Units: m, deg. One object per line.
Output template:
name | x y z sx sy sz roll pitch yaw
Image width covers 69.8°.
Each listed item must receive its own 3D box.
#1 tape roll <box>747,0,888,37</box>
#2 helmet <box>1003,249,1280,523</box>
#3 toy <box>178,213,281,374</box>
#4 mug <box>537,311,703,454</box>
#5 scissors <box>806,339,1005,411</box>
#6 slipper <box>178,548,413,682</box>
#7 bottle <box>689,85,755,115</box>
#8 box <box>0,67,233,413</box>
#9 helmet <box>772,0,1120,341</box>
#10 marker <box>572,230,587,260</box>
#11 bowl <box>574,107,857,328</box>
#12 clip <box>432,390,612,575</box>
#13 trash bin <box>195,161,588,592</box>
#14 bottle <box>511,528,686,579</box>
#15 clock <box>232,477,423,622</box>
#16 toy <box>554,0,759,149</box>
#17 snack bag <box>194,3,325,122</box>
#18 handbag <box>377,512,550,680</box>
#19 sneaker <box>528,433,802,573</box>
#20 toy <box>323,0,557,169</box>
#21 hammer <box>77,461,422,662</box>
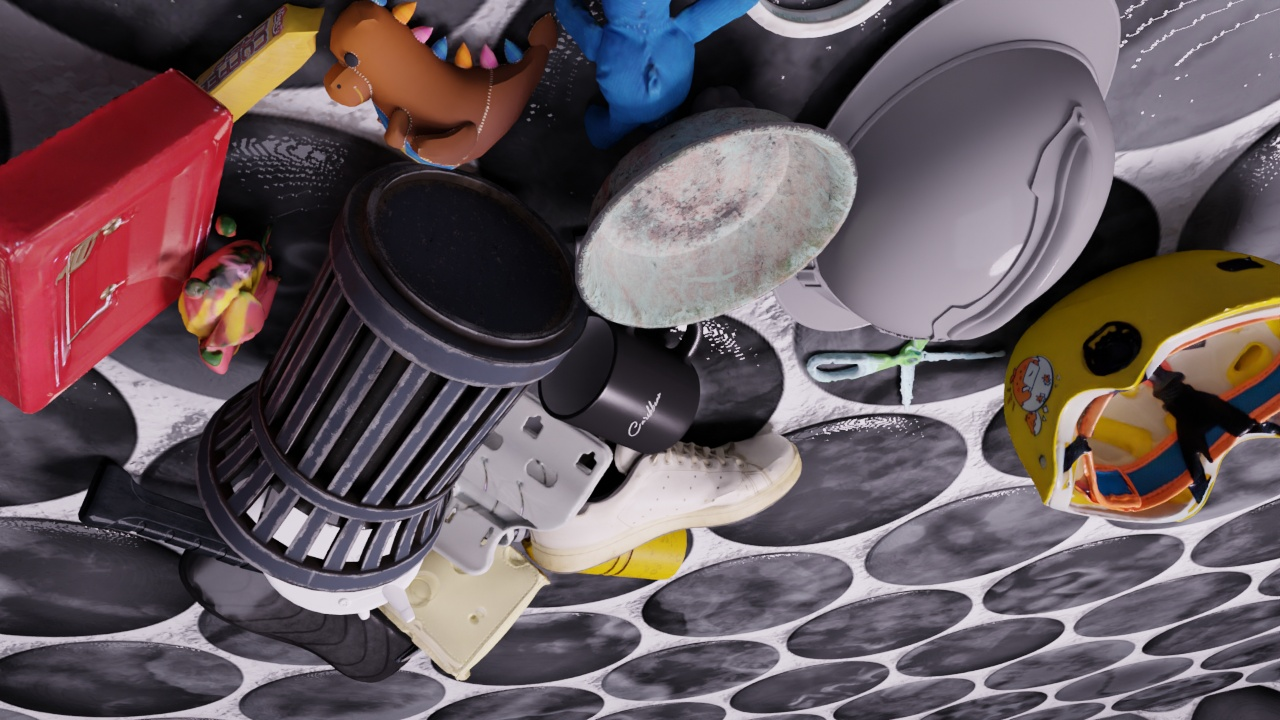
tape roll | 0.087 -0.195 0.431 0.093 0.013 0.093 -7 145 -5
helmet | 0.375 0.002 0.679 0.209 0.139 0.241 12 127 -28
toy | -0.231 -0.034 0.516 0.046 0.084 0.104 13 161 -20
mug | -0.004 0.004 0.646 0.088 0.078 0.114 26 105 -41
scissors | 0.213 -0.003 0.738 0.174 0.022 0.171 -16 143 0
slipper | -0.317 0.226 0.876 0.113 0.075 0.268 -40 130 0
bottle | 0.026 -0.105 0.523 0.036 0.036 0.110 9 141 -25
box | -0.310 -0.075 0.411 0.168 0.153 0.158 34 138 -10
helmet | 0.189 -0.071 0.530 0.183 0.117 0.272 2 138 -23
marker | 0.028 -0.079 0.578 0.140 0.016 0.016 -8 145 -4
bowl | 0.035 -0.079 0.490 0.157 0.038 0.158 -17 152 -10
clip | -0.103 0.088 0.690 0.124 0.072 0.143 34 112 6
trash bin | -0.145 0.010 0.542 0.164 0.164 0.228 15 134 -32
bottle | -0.044 0.162 0.852 0.163 0.071 0.071 13 139 -31
clock | -0.233 0.135 0.715 0.125 0.072 0.161 -38 115 5
toy | -0.008 -0.158 0.417 0.112 0.071 0.177 -15 146 -12
snack bag | -0.187 -0.136 0.436 0.099 0.026 0.020 -27 142 24
handbag | -0.159 0.203 0.809 0.119 0.111 0.081 -49 -177 -10
sneaker | 0.016 0.091 0.769 0.241 0.089 0.102 -18 113 -12
toy | -0.094 -0.146 0.440 0.103 0.070 0.090 -43 124 6
hammer | -0.298 0.170 0.783 0.025 0.117 0.332 -22 140 40
